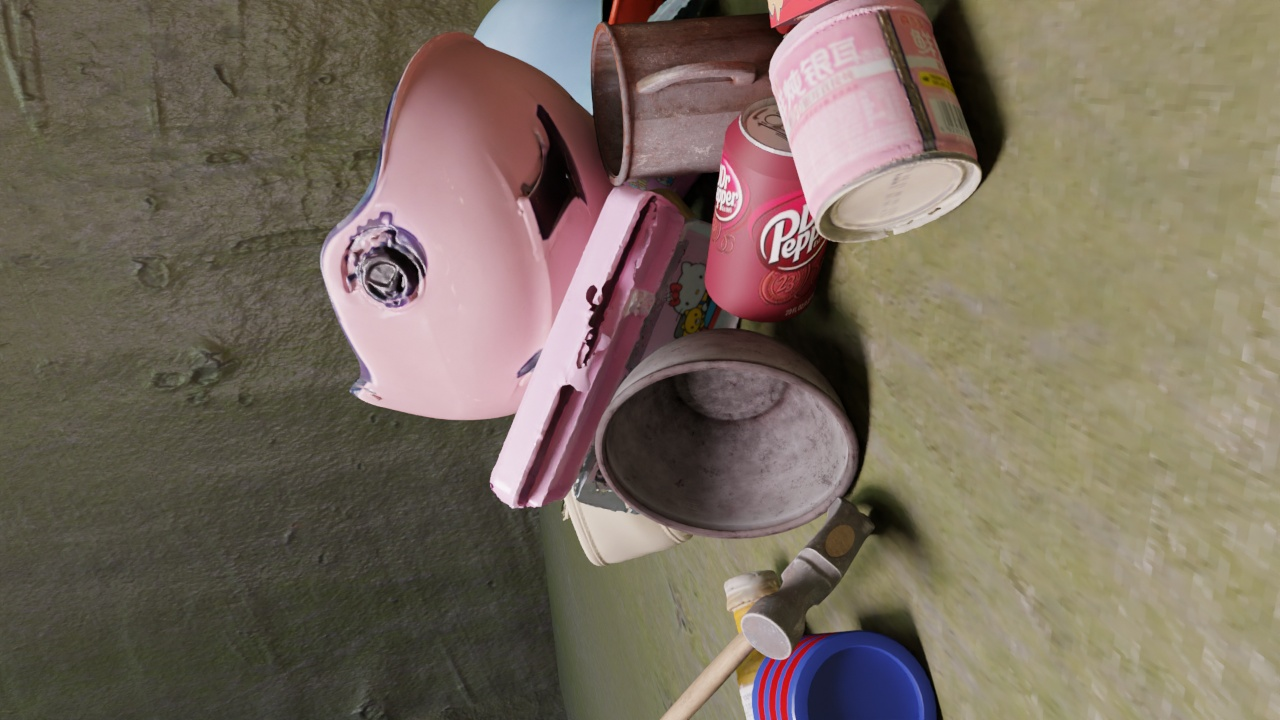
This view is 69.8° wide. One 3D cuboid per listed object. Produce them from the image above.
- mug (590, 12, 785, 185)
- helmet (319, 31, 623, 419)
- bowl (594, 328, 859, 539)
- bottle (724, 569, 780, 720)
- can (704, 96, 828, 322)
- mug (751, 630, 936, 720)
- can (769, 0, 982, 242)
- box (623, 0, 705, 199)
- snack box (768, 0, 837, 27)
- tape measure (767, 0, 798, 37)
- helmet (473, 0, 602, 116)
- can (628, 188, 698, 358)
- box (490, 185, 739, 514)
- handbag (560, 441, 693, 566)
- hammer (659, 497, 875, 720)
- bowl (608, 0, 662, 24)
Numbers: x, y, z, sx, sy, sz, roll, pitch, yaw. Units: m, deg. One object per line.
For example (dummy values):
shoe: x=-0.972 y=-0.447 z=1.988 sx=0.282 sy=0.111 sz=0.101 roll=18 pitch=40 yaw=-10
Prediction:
mug: x=0.034 y=-0.151 z=0.516 sx=0.123 sy=0.110 sz=0.096 roll=-154 pitch=51 yaw=-76
helmet: x=-0.089 y=-0.075 z=0.606 sx=0.229 sy=0.153 sz=0.256 roll=-48 pitch=-30 yaw=-62
bowl: x=0.050 y=0.033 z=0.531 sx=0.067 sy=0.145 sz=0.145 roll=-81 pitch=-5 yaw=-47
bottle: x=0.097 y=0.235 z=0.613 sx=0.053 sy=0.053 sz=0.186 roll=104 pitch=155 yaw=-62
can: x=0.071 y=-0.078 z=0.492 sx=0.114 sy=0.063 sz=0.063 roll=94 pitch=163 yaw=-47
mug: x=0.091 y=0.194 z=0.480 sx=0.075 sy=0.111 sz=0.076 roll=49 pitch=162 yaw=8
can: x=0.092 y=-0.096 z=0.368 sx=0.067 sy=0.067 sz=0.076 roll=114 pitch=145 yaw=-69
box: x=0.027 y=-0.192 z=0.699 sx=0.092 sy=0.090 sz=0.214 roll=-56 pitch=3 yaw=-13
snack box: x=0.080 y=-0.225 z=0.367 sx=0.132 sy=0.036 sz=0.152 roll=-128 pitch=28 yaw=-75
tape measure: x=0.080 y=-0.203 z=0.469 sx=0.051 sy=0.019 sz=0.059 roll=180 pitch=75 yaw=-76
helmet: x=-0.102 y=-0.271 z=0.948 sx=0.225 sy=0.166 sz=0.266 roll=-98 pitch=16 yaw=-52
can: x=0.018 y=-0.053 z=0.701 sx=0.130 sy=0.072 sz=0.101 roll=56 pitch=152 yaw=37
box: x=-0.010 y=0.000 z=0.576 sx=0.059 sy=0.155 sz=0.201 roll=28 pitch=98 yaw=32
handbag: x=-0.035 y=0.074 z=0.755 sx=0.228 sy=0.132 sz=0.184 roll=-97 pitch=-15 yaw=-59
hammer: x=0.053 y=0.191 z=0.565 sx=0.031 sy=0.119 sz=0.332 roll=38 pitch=139 yaw=15
bowl: x=-0.007 y=-0.269 z=0.734 sx=0.122 sy=0.035 sz=0.122 roll=-169 pitch=91 yaw=-82
